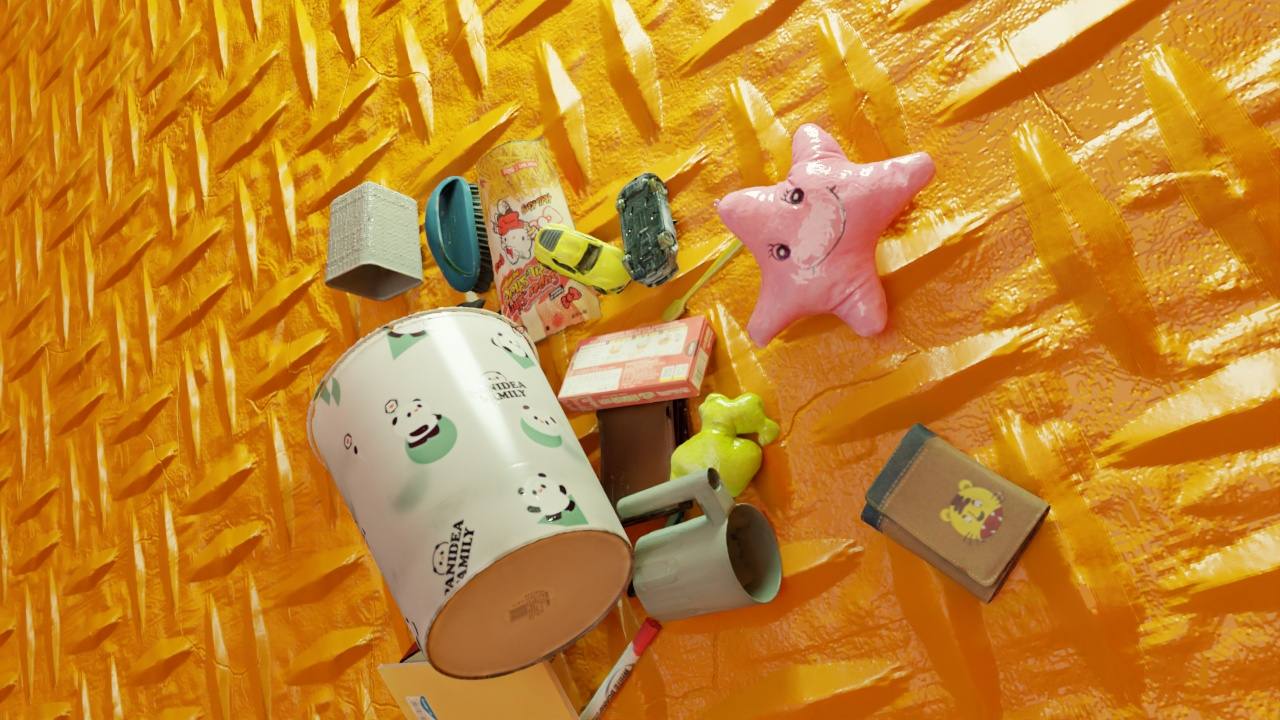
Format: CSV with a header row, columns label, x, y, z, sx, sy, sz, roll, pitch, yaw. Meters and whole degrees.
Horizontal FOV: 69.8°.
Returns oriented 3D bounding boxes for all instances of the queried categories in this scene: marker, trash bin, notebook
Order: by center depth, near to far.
label,x,y,z,sx,sy,sz,roll,pitch,yaw
trash bin,-0.142,0.117,0.802,0.230,0.229,0.252,-52,50,18
marker,-0.025,0.301,0.859,0.017,0.017,0.145,41,107,34
notebook,-0.147,0.345,0.885,0.207,0.010,0.146,-15,109,29

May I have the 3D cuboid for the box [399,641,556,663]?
label,x,y,z,sx,sy,sz,roll,pitch,yaw
box,-0.154,0.284,0.900,0.169,0.078,0.091,-36,99,28

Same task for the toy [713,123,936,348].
label,x,y,z,sx,sy,sz,roll,pitch,yaw
toy,0.137,-0.101,0.768,0.179,0.074,0.194,21,94,29

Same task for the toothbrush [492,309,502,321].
label,x,y,z,sx,sy,sz,roll,pitch,yaw
toothbrush,-0.218,-0.009,1.057,0.186,0.017,0.012,-34,56,27

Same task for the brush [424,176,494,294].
label,x,y,z,sx,sy,sz,roll,pitch,yaw
brush,-0.209,-0.144,1.039,0.055,0.073,0.143,-26,67,38

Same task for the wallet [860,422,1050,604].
label,x,y,z,sx,sy,sz,roll,pitch,yaw
wallet,0.233,0.114,0.690,0.115,0.033,0.090,35,102,32

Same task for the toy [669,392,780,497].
label,x,y,z,sx,sy,sz,roll,pitch,yaw
toy,0.074,0.077,0.801,0.097,0.031,0.100,-2,76,9

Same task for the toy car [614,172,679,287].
label,x,y,z,sx,sy,sz,roll,pitch,yaw
toy car,0.008,-0.128,0.898,0.054,0.036,0.120,-29,56,30

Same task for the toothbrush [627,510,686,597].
label,x,y,z,sx,sy,sz,roll,pitch,yaw
toothbrush,0.038,0.139,0.842,0.016,0.018,0.192,37,102,40

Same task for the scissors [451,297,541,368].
label,x,y,z,sx,sy,sz,roll,pitch,yaw
scissors,-0.196,0.035,1.015,0.227,0.015,0.189,-15,92,27

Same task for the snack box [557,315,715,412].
label,x,y,z,sx,sy,sz,roll,pitch,yaw
snack box,-0.005,0.005,0.871,0.153,0.025,0.075,-10,48,35

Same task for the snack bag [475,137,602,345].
label,x,y,z,sx,sy,sz,roll,pitch,yaw
snack bag,-0.117,-0.123,0.982,0.129,0.073,0.207,-21,77,32

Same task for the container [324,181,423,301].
label,x,y,z,sx,sy,sz,roll,pitch,yaw
container,-0.325,-0.146,1.119,0.090,0.090,0.114,-17,69,33

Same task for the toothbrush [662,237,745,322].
label,x,y,z,sx,sy,sz,roll,pitch,yaw
toothbrush,0.088,-0.101,0.845,0.190,0.016,0.015,-46,57,20

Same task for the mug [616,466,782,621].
label,x,y,z,sx,sy,sz,roll,pitch,yaw
mug,0.046,0.156,0.777,0.104,0.083,0.124,-24,100,34

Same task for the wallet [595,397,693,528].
label,x,y,z,sx,sy,sz,roll,pitch,yaw
wallet,0.000,0.091,0.860,0.101,0.032,0.124,-22,59,37

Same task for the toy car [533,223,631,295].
label,x,y,z,sx,sy,sz,roll,pitch,yaw
toy car,-0.057,-0.103,0.918,0.105,0.032,0.048,25,84,6
